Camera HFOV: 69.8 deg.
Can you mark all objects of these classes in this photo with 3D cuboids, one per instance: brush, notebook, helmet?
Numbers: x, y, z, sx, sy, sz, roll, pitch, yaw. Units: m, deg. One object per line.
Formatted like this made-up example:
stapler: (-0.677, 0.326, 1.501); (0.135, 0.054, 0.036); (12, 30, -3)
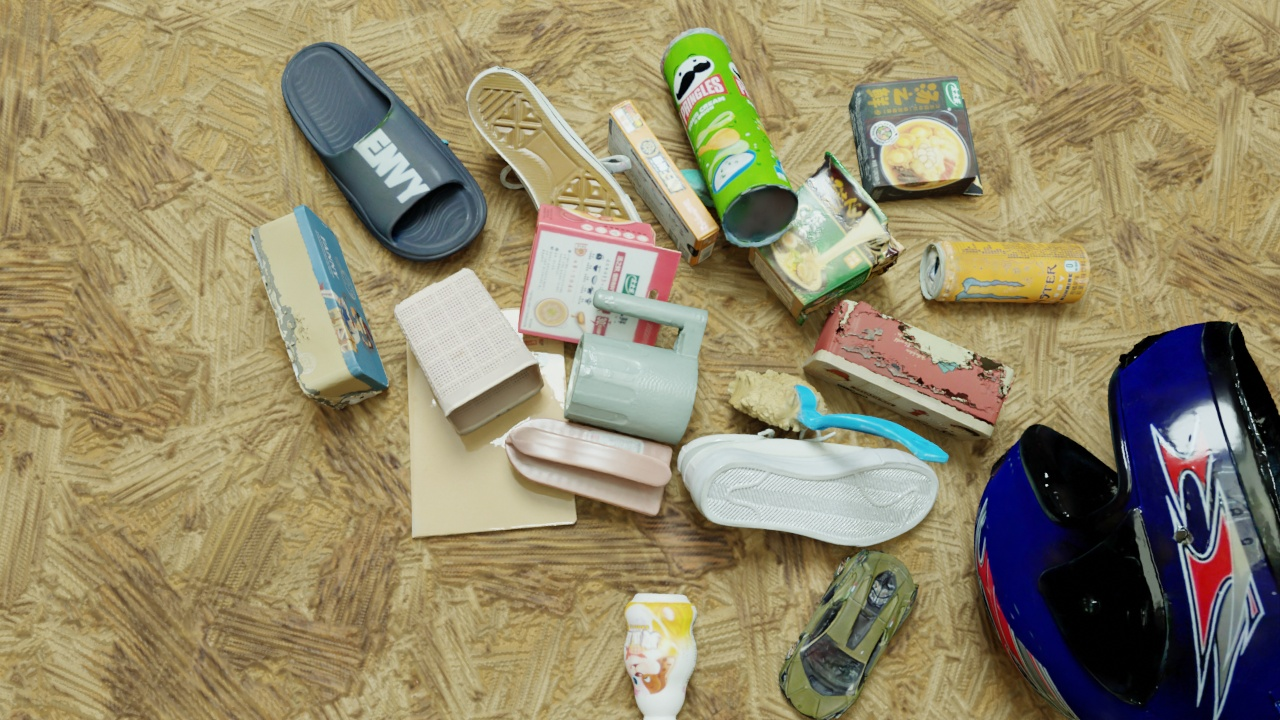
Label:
brush: (-0.047, 0.087, 0.801); (0.145, 0.073, 0.063); (16, 73, -6)
brush: (0.156, 0.046, 0.754); (0.083, 0.255, 0.046); (9, 94, -25)
notebook: (-0.139, 0.052, 0.844); (0.148, 0.008, 0.207); (-4, 76, -5)
helmet: (0.391, 0.147, 0.729); (0.241, 0.246, 0.315); (-20, 80, 36)

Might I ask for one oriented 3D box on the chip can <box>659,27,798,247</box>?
chip can: (0.079, -0.210, 0.847); (0.072, 0.072, 0.235); (-10, 53, -6)

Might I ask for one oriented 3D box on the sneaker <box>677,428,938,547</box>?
sneaker: (0.146, 0.106, 0.819); (0.242, 0.091, 0.089); (6, 106, -20)

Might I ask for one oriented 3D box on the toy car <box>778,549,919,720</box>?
toy car: (0.182, 0.239, 0.800); (0.070, 0.042, 0.158); (33, 79, 6)

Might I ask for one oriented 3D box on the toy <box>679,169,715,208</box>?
toy: (0.078, -0.157, 0.881); (0.092, 0.096, 0.030); (23, 101, -14)

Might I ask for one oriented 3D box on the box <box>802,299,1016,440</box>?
box: (0.245, 0.003, 0.834); (0.168, 0.091, 0.080); (24, 83, 3)

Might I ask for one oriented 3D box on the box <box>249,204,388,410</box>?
box: (-0.288, -0.051, 0.820); (0.059, 0.090, 0.184); (-21, 79, -2)

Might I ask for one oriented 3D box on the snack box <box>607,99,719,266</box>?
snack box: (0.019, -0.167, 0.874); (0.026, 0.075, 0.153); (-32, 80, -10)

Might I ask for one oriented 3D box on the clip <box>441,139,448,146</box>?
clip: (-0.216, -0.207, 0.903); (0.056, 0.014, 0.043); (0, 75, -1)

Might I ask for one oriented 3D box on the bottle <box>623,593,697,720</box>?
bottle: (0.017, 0.252, 0.774); (0.063, 0.063, 0.108); (2, 76, -3)

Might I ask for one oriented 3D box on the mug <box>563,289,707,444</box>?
mug: (-0.005, 0.005, 0.810); (0.103, 0.083, 0.124); (12, 98, -9)

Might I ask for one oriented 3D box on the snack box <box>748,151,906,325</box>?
snack box: (0.162, -0.106, 0.855); (0.105, 0.118, 0.117); (-37, 81, -1)

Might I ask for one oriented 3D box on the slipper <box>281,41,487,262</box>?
slipper: (-0.257, -0.201, 0.855); (0.111, 0.083, 0.268); (-42, 78, 3)

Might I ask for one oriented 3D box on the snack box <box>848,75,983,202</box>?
snack box: (0.281, -0.221, 0.921); (0.125, 0.053, 0.113); (-6, 76, 0)

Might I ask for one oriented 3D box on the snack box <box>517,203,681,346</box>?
snack box: (-0.039, -0.071, 0.825); (0.127, 0.113, 0.044); (11, 32, -10)

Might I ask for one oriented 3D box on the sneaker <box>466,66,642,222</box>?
sneaker: (-0.070, -0.168, 0.860); (0.118, 0.087, 0.241); (-33, 104, 15)

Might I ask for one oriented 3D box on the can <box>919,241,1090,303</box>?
can: (0.349, -0.085, 0.882); (0.146, 0.058, 0.058); (1, 76, -3)

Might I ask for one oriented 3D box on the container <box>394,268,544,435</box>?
container: (-0.153, -0.009, 0.809); (0.090, 0.090, 0.111); (-31, 77, -10)
